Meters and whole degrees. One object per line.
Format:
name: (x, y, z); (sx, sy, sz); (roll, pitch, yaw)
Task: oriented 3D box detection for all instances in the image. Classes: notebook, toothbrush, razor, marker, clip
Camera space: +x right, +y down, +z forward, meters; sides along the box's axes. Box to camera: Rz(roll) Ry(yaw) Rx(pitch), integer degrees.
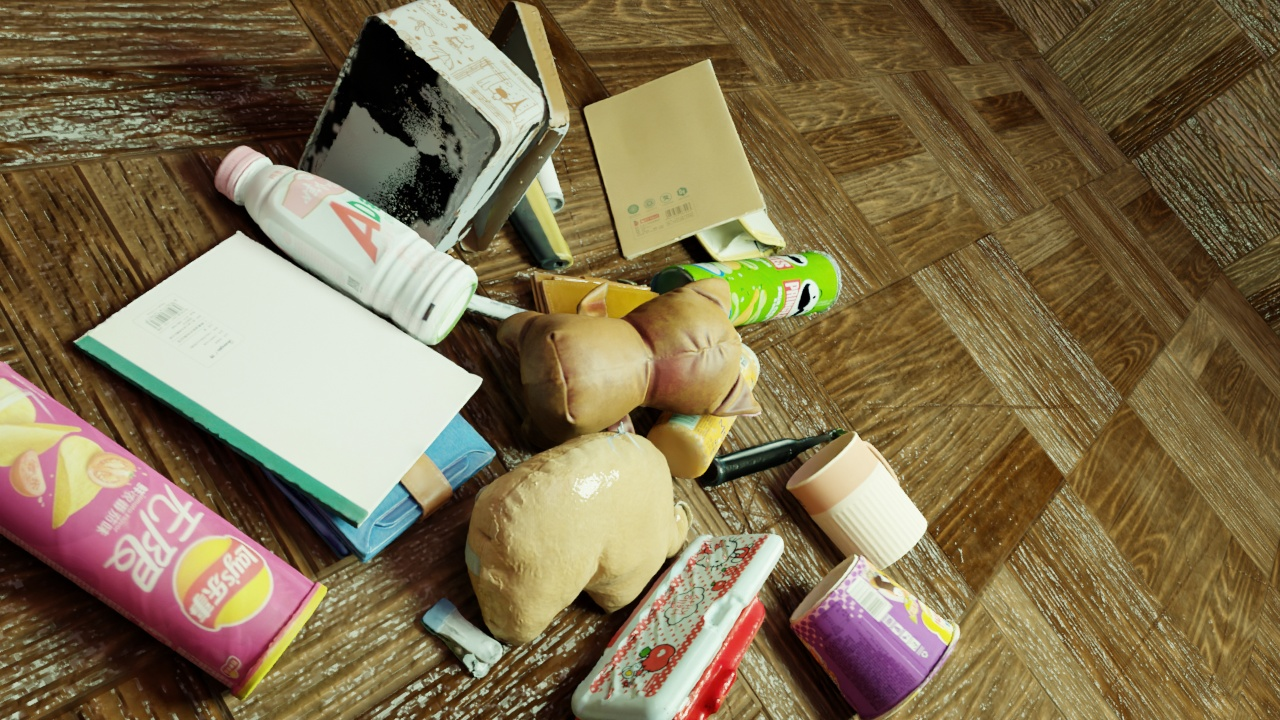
notebook: (-0.230, 0.004, 0.609); (0.209, 0.012, 0.150); (32, 43, 1)
toothbrush: (-0.116, -0.240, 0.918); (0.026, 0.027, 0.220); (54, 16, -63)
razor: (-0.107, -0.157, 0.842); (0.067, 0.062, 0.167); (-24, 79, -17)
marker: (-0.131, -0.045, 0.739); (0.145, 0.017, 0.016); (17, 48, -16)
clip: (-0.115, 0.178, 0.593); (0.057, 0.028, 0.024); (41, 39, 9)
toothbrush: (0.135, 0.087, 0.870); (0.212, 0.027, 0.026); (-8, 105, -43)
notebook: (0.030, -0.211, 0.947); (0.008, 0.148, 0.207); (57, 16, -60)

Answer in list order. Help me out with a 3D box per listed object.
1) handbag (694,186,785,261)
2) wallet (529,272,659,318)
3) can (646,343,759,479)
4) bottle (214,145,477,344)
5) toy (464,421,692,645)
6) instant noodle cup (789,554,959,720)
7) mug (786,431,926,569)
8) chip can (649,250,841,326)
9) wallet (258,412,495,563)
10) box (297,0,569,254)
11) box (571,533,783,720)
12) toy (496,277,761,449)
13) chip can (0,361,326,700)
handbag: (0.098, -0.179, 1.036); (0.178, 0.063, 0.163); (-7, 63, -60)
wallet: (-0.031, -0.034, 0.819); (0.130, 0.035, 0.119); (4, 58, -38)
can: (0.058, 0.041, 0.818); (0.058, 0.058, 0.145); (43, 41, -5)
bottle: (-0.218, -0.089, 0.676); (0.197, 0.068, 0.068); (33, 42, -2)
toy: (-0.023, 0.115, 0.656); (0.225, 0.143, 0.082); (-6, 26, -45)
instant noodle cup: (0.184, 0.222, 0.753); (0.099, 0.112, 0.111); (44, 40, 11)
mug: (0.207, 0.126, 0.859); (0.106, 0.082, 0.114); (51, 40, 2)
chip can: (0.112, -0.071, 0.942); (0.235, 0.072, 0.072); (-11, 66, -44)
wallet: (-0.175, 0.064, 0.622); (0.106, 0.040, 0.132); (45, 42, 5)
box: (-0.141, -0.187, 0.737); (0.150, 0.183, 0.167); (42, 41, -5)
box: (0.040, 0.198, 0.649); (0.095, 0.100, 0.200); (47, 41, 1)
toy: (-0.004, 0.004, 0.728); (0.199, 0.131, 0.140); (-14, 94, -18)
chip can: (-0.275, 0.091, 0.489); (0.210, 0.072, 0.071); (39, 42, -9)
